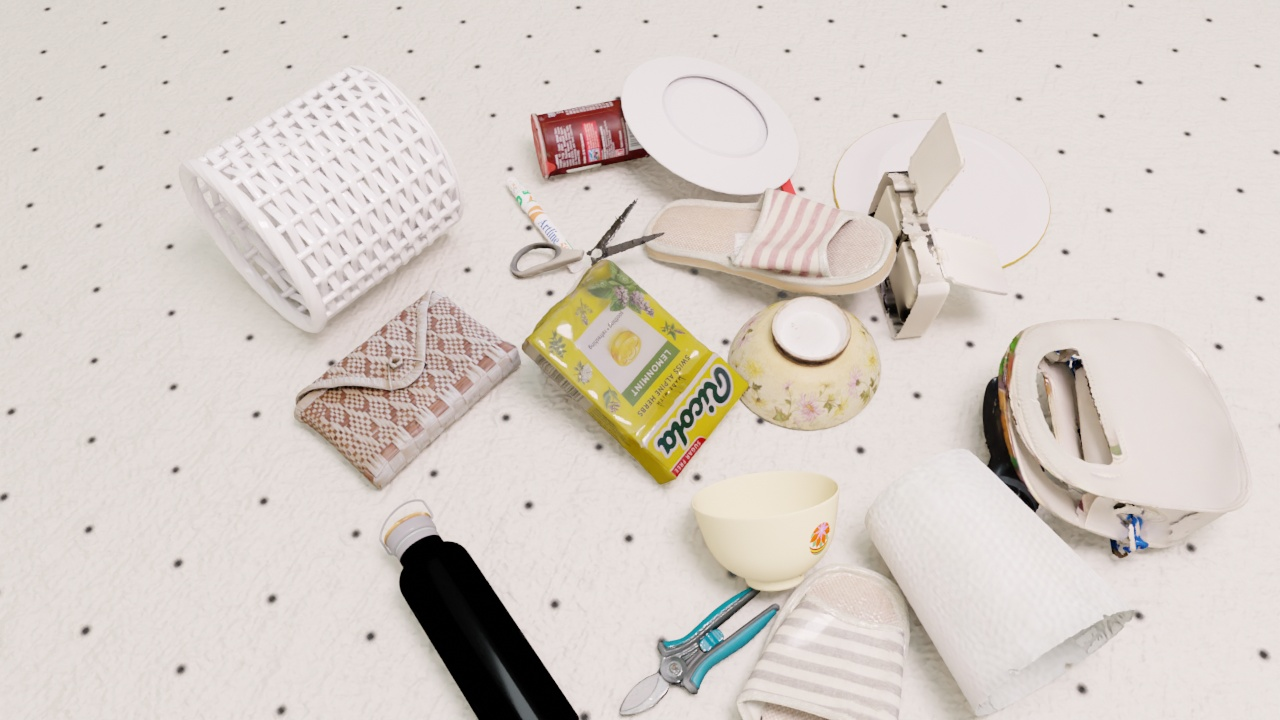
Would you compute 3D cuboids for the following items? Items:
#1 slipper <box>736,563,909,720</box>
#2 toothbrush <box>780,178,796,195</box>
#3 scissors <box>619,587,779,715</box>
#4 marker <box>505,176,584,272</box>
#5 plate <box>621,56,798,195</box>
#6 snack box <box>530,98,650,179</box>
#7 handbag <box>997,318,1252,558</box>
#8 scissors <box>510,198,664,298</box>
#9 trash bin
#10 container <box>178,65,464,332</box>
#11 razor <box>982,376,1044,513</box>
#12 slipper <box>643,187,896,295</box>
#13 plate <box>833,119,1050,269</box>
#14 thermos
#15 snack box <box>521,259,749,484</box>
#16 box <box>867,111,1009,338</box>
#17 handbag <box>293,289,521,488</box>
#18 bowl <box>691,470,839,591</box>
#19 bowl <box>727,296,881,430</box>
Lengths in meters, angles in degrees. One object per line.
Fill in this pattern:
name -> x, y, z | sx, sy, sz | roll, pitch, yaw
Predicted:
slipper -> 0.127, 0.271, 0.673 | 0.114, 0.054, 0.271 | 18, 59, 19
toothbrush -> 0.154, -0.217, 1.015 | 0.012, 0.018, 0.212 | -10, 57, -6
scissors -> 0.043, 0.224, 0.725 | 0.136, 0.019, 0.138 | 0, 57, 5
marker -> -0.104, -0.147, 0.976 | 0.017, 0.017, 0.145 | -28, 60, -16
plate -> 0.080, -0.263, 0.997 | 0.208, 0.015, 0.208 | 11, 54, -15
snack box -> -0.055, -0.246, 1.009 | 0.121, 0.072, 0.072 | -13, 57, -8
handbag -> 0.383, 0.060, 0.769 | 0.199, 0.093, 0.200 | 10, 55, -12
scissors -> -0.059, -0.096, 0.922 | 0.158, 0.012, 0.170 | 9, 70, 21
trash bin -> 0.260, 0.161, 0.699 | 0.133, 0.133, 0.161 | -23, 54, -13
container -> -0.301, -0.156, 0.885 | 0.189, 0.190, 0.186 | 36, 63, 22
razor -> 0.314, 0.078, 0.799 | 0.064, 0.053, 0.140 | -12, 48, 23
slipper -> 0.115, -0.122, 0.892 | 0.263, 0.052, 0.114 | 13, 56, 32
plate -> 0.325, -0.186, 0.987 | 0.230, 0.021, 0.229 | -1, 56, 1
thermos -> -0.137, 0.202, 0.717 | 0.061, 0.061, 0.231 | -32, 61, -18
snack box -> -0.005, 0.005, 0.815 | 0.181, 0.045, 0.121 | 44, 64, -3
box -> 0.288, -0.123, 0.846 | 0.099, 0.184, 0.143 | -5, 65, -3
handbag -> -0.217, 0.018, 0.852 | 0.124, 0.047, 0.185 | 36, 64, 21
bowl -> 0.104, 0.142, 0.738 | 0.118, 0.118, 0.074 | -9, 99, -5
bowl -> 0.155, -0.012, 0.851 | 0.145, 0.063, 0.145 | -1, 58, 2
